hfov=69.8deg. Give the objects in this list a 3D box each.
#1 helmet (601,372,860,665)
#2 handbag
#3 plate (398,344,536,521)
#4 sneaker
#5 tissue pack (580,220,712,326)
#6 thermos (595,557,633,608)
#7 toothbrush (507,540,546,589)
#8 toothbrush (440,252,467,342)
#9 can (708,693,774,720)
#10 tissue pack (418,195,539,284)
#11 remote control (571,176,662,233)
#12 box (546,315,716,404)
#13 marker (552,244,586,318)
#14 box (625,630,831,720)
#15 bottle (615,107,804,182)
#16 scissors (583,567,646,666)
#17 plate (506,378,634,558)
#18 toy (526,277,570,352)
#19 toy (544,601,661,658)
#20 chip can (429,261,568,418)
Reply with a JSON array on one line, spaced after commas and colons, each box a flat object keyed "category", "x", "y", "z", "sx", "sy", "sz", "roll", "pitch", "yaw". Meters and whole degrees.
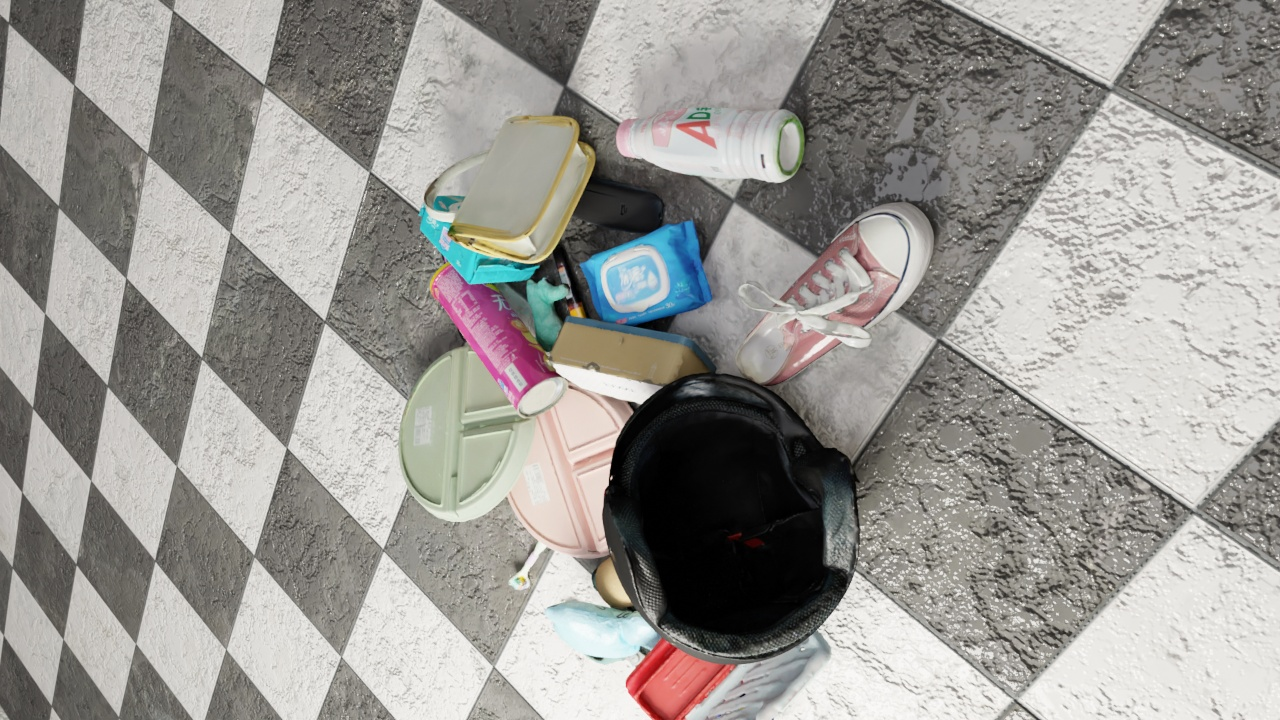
[{"category": "helmet", "x": 0.081, "y": 0.158, "z": 0.894, "sx": 0.230, "sy": 0.233, "sz": 0.274, "roll": 89, "pitch": 171, "yaw": -61}, {"category": "handbag", "x": -0.154, "y": -0.194, "z": 1.027, "sx": 0.179, "sy": 0.063, "sz": 0.163, "roll": 12, "pitch": 69, "yaw": 27}, {"category": "plate", "x": -0.225, "y": 0.086, "z": 1.155, "sx": 0.231, "sy": 0.027, "sz": 0.230, "roll": -12, "pitch": 69, "yaw": 32}, {"category": "sneaker", "x": 0.170, "y": -0.052, "z": 0.866, "sx": 0.242, "sy": 0.087, "sz": 0.118, "roll": -45, "pitch": 74, "yaw": 34}, {"category": "tissue pack", "x": 0.002, "y": -0.087, "z": 0.996, "sx": 0.157, "sy": 0.052, "sz": 0.095, "roll": -16, "pitch": 91, "yaw": 36}, {"category": "thermos", "x": 0.014, "y": 0.236, "z": 1.044, "sx": 0.144, "sy": 0.092, "sz": 0.093, "roll": -37, "pitch": 79, "yaw": 43}, {"category": "toothbrush", "x": -0.119, "y": 0.228, "z": 1.174, "sx": 0.190, "sy": 0.029, "sz": 0.020, "roll": -58, "pitch": 28, "yaw": 28}, {"category": "toothbrush", "x": -0.246, "y": -0.116, "z": 1.189, "sx": 0.014, "sy": 0.017, "sz": 0.189, "roll": -15, "pitch": 88, "yaw": 35}, {"category": "can", "x": 0.082, "y": 0.394, "z": 1.037, "sx": 0.148, "sy": 0.074, "sz": 0.049, "roll": -1, "pitch": 97, "yaw": 36}, {"category": "tissue pack", "x": -0.191, "y": -0.142, "z": 1.084, "sx": 0.133, "sy": 0.093, "sz": 0.050, "roll": 46, "pitch": 124, "yaw": 26}, {"category": "remote control", "x": -0.037, "y": -0.174, "z": 1.021, "sx": 0.136, "sy": 0.024, "sz": 0.053, "roll": 18, "pitch": 109, "yaw": 30}, {"category": "box", "x": -0.006, "y": 0.006, "z": 0.993, "sx": 0.184, "sy": 0.090, "sz": 0.063, "roll": 10, "pitch": 70, "yaw": 30}, {"category": "marker", "x": -0.080, "y": -0.078, "z": 1.080, "sx": 0.018, "sy": 0.015, "sz": 0.124, "roll": -21, "pitch": 86, "yaw": 38}, {"category": "box", "x": 0.092, "y": 0.329, "z": 0.976, "sx": 0.201, "sy": 0.063, "sz": 0.160, "roll": -47, "pitch": 54, "yaw": 3}, {"category": "bottle", "x": 0.063, "y": -0.218, "z": 0.918, "sx": 0.197, "sy": 0.068, "sz": 0.068, "roll": 13, "pitch": 108, "yaw": 35}, {"category": "scissors", "x": -0.022, "y": 0.327, "z": 1.128, "sx": 0.177, "sy": 0.019, "sz": 0.172, "roll": 26, "pitch": 114, "yaw": 29}, {"category": "plate", "x": -0.086, "y": 0.129, "z": 1.109, "sx": 0.230, "sy": 0.028, "sz": 0.229, "roll": 4, "pitch": 98, "yaw": 35}, {"category": "toy", "x": -0.110, "y": -0.058, "z": 1.092, "sx": 0.097, "sy": 0.030, "sz": 0.092, "roll": -14, "pitch": 93, "yaw": 48}, {"category": "toy", "x": -0.031, "y": 0.317, "z": 1.066, "sx": 0.157, "sy": 0.049, "sz": 0.161, "roll": -28, "pitch": 125, "yaw": 37}, {"category": "chip can", "x": -0.171, "y": -0.030, "z": 1.100, "sx": 0.210, "sy": 0.071, "sz": 0.072, "roll": 51, "pitch": 124, "yaw": 24}]
